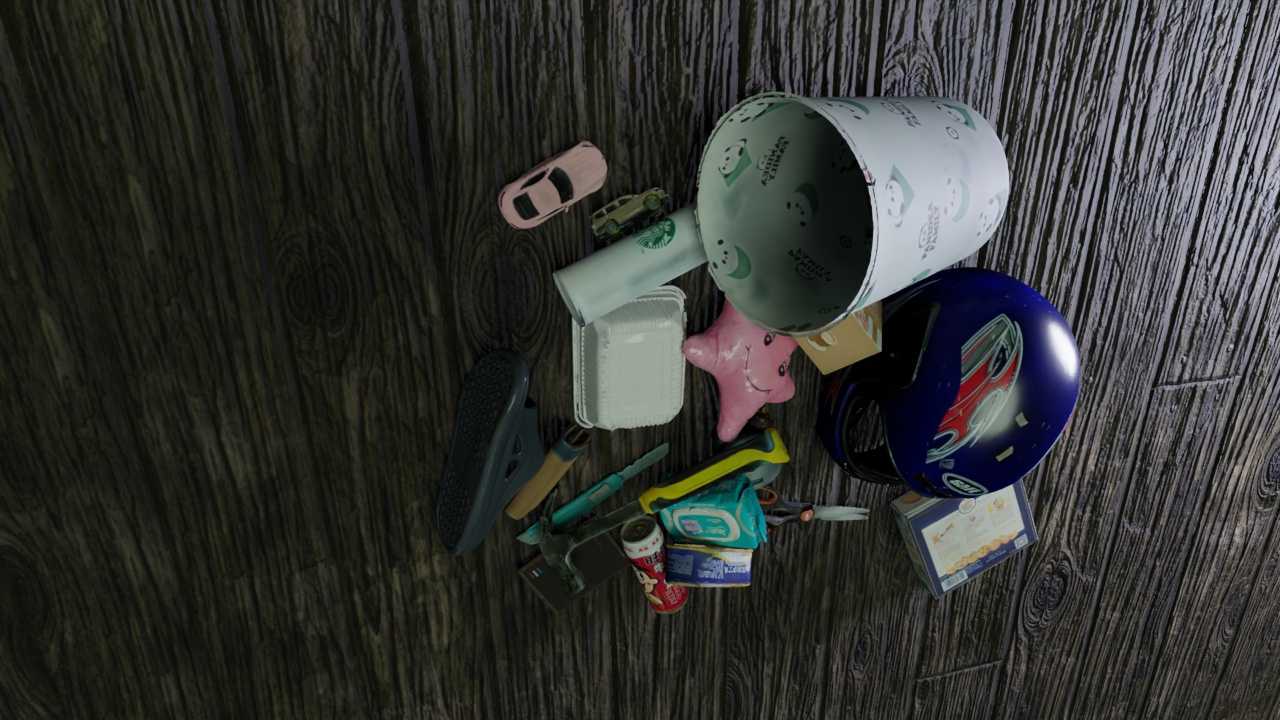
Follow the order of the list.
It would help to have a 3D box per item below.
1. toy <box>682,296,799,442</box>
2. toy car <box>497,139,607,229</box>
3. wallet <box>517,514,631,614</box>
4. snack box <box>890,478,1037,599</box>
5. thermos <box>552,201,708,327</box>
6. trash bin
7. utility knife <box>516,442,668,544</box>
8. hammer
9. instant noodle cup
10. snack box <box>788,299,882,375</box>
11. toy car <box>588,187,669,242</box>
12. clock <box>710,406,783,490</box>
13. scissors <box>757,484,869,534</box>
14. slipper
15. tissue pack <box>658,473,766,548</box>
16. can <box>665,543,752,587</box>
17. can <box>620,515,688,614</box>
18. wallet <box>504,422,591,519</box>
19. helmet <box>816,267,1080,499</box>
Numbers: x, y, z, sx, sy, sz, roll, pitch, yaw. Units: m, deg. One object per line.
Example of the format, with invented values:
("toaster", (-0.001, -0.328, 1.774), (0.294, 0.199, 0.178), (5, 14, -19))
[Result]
("toy", (0.133, -0.016, 1.082), (0.178, 0.075, 0.195), (-36, 121, -21))
("toy car", (-0.090, -0.182, 0.955), (0.122, 0.037, 0.056), (-31, 122, -2))
("wallet", (-0.084, 0.264, 1.183), (0.122, 0.020, 0.096), (-35, 120, -2))
("snack box", (0.472, 0.234, 1.328), (0.178, 0.045, 0.182), (-29, 120, -3))
("thermos", (0.018, -0.118, 0.994), (0.224, 0.073, 0.073), (-28, 120, -9))
("trash bin", (0.223, -0.164, 0.930), (0.251, 0.230, 0.230), (-18, 122, -35))
("utility knife", (-0.056, 0.168, 1.147), (0.223, 0.013, 0.029), (-34, 119, 0))
("hammer", (0.021, 0.162, 1.097), (0.324, 0.031, 0.126), (-27, 92, 12))
("instant noodle cup", (-0.006, 0.006, 1.059), (0.138, 0.060, 0.174), (-6, 118, -15))
("snack box", (0.223, -0.056, 1.063), (0.077, 0.094, 0.093), (-26, 120, 32))
("toy car", (-0.012, -0.159, 0.986), (0.090, 0.042, 0.035), (-28, 86, 1))
("clock", (0.132, 0.106, 1.153), (0.082, 0.055, 0.122), (-17, 118, -8))
("scissors", (0.215, 0.195, 1.242), (0.234, 0.021, 0.143), (-15, 118, -10))
("slipper", (-0.163, 0.104, 1.040), (0.083, 0.110, 0.269), (3, 120, -35))
("tissue pack", (0.091, 0.188, 1.146), (0.134, 0.050, 0.093), (-3, 130, 28))
("can", (0.089, 0.264, 1.183), (0.148, 0.075, 0.049), (15, 76, -50))
("can", (0.018, 0.266, 1.195), (0.053, 0.053, 0.133), (-25, 120, -5))
("wallet", (-0.108, 0.130, 1.078), (0.033, 0.090, 0.115), (38, 102, 5))
("helmet", (0.371, 0.047, 1.095), (0.247, 0.240, 0.316), (24, 107, -26))
